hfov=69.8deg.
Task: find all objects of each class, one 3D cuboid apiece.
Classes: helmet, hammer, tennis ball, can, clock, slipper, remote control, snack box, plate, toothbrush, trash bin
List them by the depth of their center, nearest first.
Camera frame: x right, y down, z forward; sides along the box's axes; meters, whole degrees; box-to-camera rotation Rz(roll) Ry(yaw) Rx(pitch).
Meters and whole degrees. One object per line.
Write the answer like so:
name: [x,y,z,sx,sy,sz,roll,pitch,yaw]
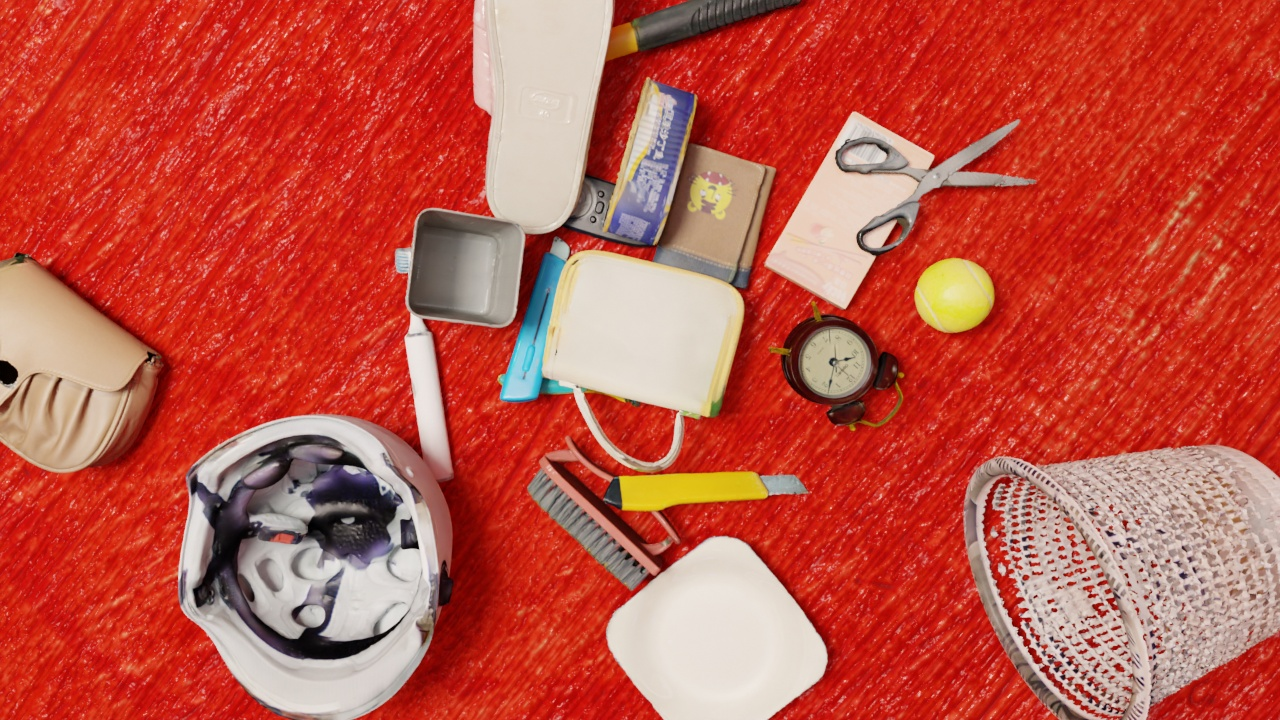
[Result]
trash bin: [0.404,0.163,0.736,0.192,0.227,0.227,-15,91,-8]
slipper: [-0.085,-0.243,0.778,0.114,0.054,0.275,1,113,-10]
tennis ball: [0.273,-0.057,0.799,0.065,0.065,0.065,0,92,5]
can: [0.009,-0.173,0.800,0.049,0.075,0.148,16,72,-6]
helmet: [-0.269,0.166,0.812,0.229,0.145,0.259,-6,99,6]
clock: [0.178,0.008,0.814,0.122,0.055,0.082,42,94,0]
hammer: [-0.003,-0.290,0.817,0.301,0.032,0.129,-17,118,0]
snack box: [0.186,-0.133,0.823,0.084,0.026,0.157,30,94,3]
remote control: [-0.043,-0.141,0.841,0.136,0.024,0.053,18,92,-1]
plate: [0.069,0.258,0.842,0.164,0.034,0.163,-38,89,5]
toothbrush: [-0.204,0.004,0.859,0.026,0.027,0.221,-9,92,-33]

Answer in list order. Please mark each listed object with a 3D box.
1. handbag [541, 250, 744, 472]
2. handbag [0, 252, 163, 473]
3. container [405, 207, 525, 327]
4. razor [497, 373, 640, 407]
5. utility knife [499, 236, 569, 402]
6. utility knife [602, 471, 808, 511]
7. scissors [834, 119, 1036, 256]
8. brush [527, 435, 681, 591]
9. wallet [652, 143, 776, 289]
handbag: [-0.005,0.005,0.813,0.163,0.063,0.178,14,84,-1]
handbag: [-0.559,0.006,0.852,0.204,0.100,0.148,37,91,-1]
container: [-0.158,-0.079,0.801,0.090,0.114,0.090,7,92,-18]
razor: [-0.065,0.021,0.848,0.132,0.028,0.043,1,74,2]
utility knife: [-0.092,-0.038,0.840,0.034,0.018,0.161,13,78,3]
utility knife: [0.059,0.117,0.826,0.192,0.015,0.033,0,66,-12]
scissors: [0.251,-0.159,0.799,0.159,0.014,0.178,34,91,-2]
brush: [-0.034,0.135,0.834,0.146,0.063,0.069,42,91,4]
wallet: [0.068,-0.129,0.827,0.090,0.033,0.115,15,91,-6]
